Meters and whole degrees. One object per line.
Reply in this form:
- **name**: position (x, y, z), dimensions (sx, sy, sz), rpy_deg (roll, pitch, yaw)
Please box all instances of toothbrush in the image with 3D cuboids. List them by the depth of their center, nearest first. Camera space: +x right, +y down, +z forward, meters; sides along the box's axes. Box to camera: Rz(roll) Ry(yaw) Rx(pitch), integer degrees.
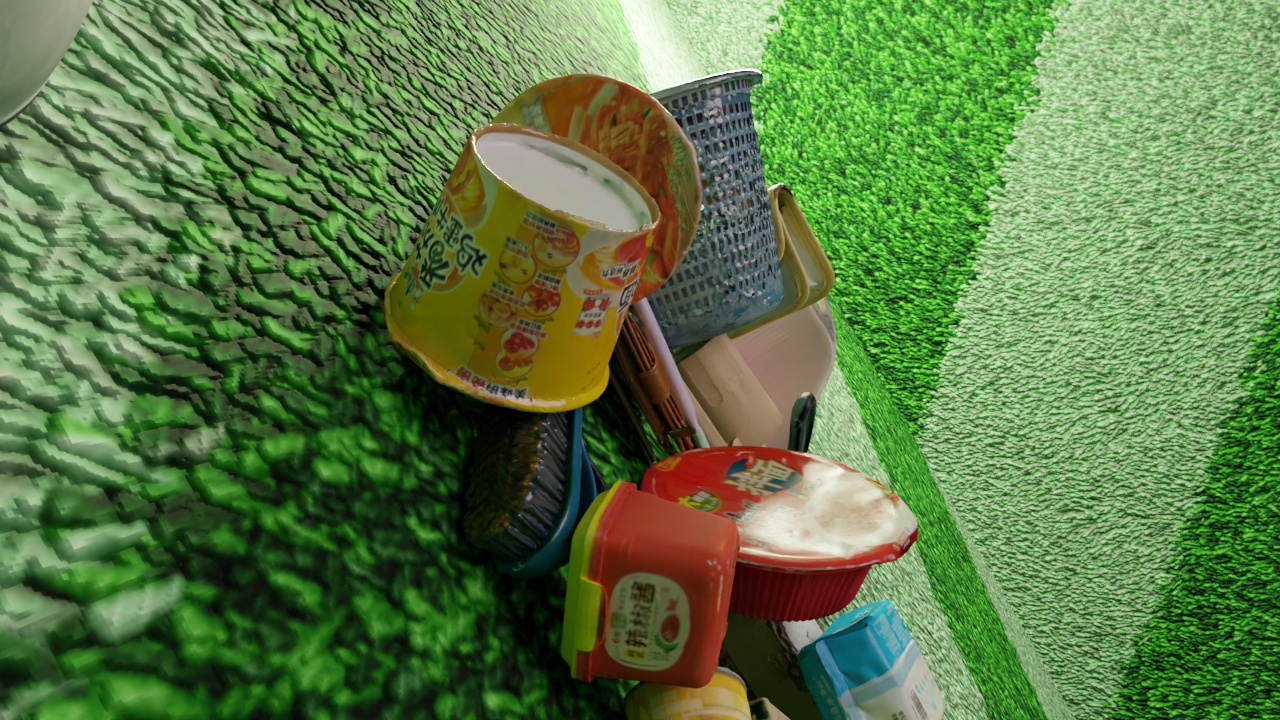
- **toothbrush**: position (0.033, 0.023, 0.743), dimensions (0.189, 0.029, 0.021), rpy_deg (65, 32, -14)

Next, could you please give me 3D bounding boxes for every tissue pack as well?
- **tissue pack**: position (0.160, 0.224, 0.638), dimensions (0.090, 0.063, 0.140), rpy_deg (64, 19, 14)

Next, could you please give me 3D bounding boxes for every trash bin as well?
- **trash bin**: position (0.025, -0.117, 0.794), dimensions (0.226, 0.227, 0.195), rpy_deg (-41, 113, -72)

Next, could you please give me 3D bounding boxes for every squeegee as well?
- **squeegee**: position (-0.072, -0.025, 0.628), dimensions (0.247, 0.040, 0.249), rpy_deg (63, 19, 4)

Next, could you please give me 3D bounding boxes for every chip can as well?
- **chip can**: position (0.038, 0.256, 0.431), dimensions (0.072, 0.072, 0.213), rpy_deg (46, 23, -37)

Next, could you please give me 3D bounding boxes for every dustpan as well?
- **dustpan**: position (0.145, -0.028, 1.051), dimensions (0.222, 0.139, 0.272), rpy_deg (53, 19, -19)

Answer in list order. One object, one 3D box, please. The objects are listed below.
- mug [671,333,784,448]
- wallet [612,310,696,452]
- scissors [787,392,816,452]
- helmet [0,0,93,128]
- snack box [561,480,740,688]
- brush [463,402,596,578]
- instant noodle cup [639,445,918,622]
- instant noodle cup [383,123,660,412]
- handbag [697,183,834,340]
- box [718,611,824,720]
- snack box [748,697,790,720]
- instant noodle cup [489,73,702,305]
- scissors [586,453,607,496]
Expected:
- **mug**: position (0.064, 0.040, 0.826), dimensions (0.103, 0.084, 0.124), rpy_deg (56, 24, -7)
- **wallet**: position (-0.004, 0.004, 0.709), dimensions (0.131, 0.035, 0.119), rpy_deg (64, -7, -26)
- **scissors**: position (0.132, 0.107, 0.847), dimensions (0.170, 0.019, 0.180), rpy_deg (4, 102, -66)
- **helmet**: position (-0.247, -0.190, 0.219), dimensions (0.274, 0.157, 0.229), rpy_deg (51, 20, -25)
- **snack box**: position (0.007, 0.118, 0.477), dimensions (0.081, 0.080, 0.091), rpy_deg (-52, 150, -70)
- **brush**: position (-0.054, 0.063, 0.509), dimensions (0.073, 0.055, 0.143), rpy_deg (48, 21, -28)
- **instant noodle cup**: position (0.093, 0.126, 0.657), dimensions (0.193, 0.194, 0.066), rpy_deg (-52, 148, -71)
- **instant noodle cup**: position (-0.059, -0.055, 0.503), dimensions (0.138, 0.110, 0.137), rpy_deg (21, 30, -13)
- **handbag**: position (0.084, -0.113, 0.902), dimensions (0.063, 0.164, 0.179), rpy_deg (-30, 95, -44)
- **box**: position (0.117, 0.240, 0.699), dimensions (0.184, 0.059, 0.089), rpy_deg (60, 19, -7)
- **snack box**: position (0.090, 0.319, 0.491), dimensions (0.114, 0.063, 0.239), rpy_deg (47, 22, -34)
- **instant noodle cup**: position (-0.028, -0.112, 0.629), dimensions (0.151, 0.151, 0.111), rpy_deg (59, 13, -5)
- **scissors**: position (-0.014, 0.123, 0.599), dimensions (0.165, 0.012, 0.156), rpy_deg (62, 16, 4)
